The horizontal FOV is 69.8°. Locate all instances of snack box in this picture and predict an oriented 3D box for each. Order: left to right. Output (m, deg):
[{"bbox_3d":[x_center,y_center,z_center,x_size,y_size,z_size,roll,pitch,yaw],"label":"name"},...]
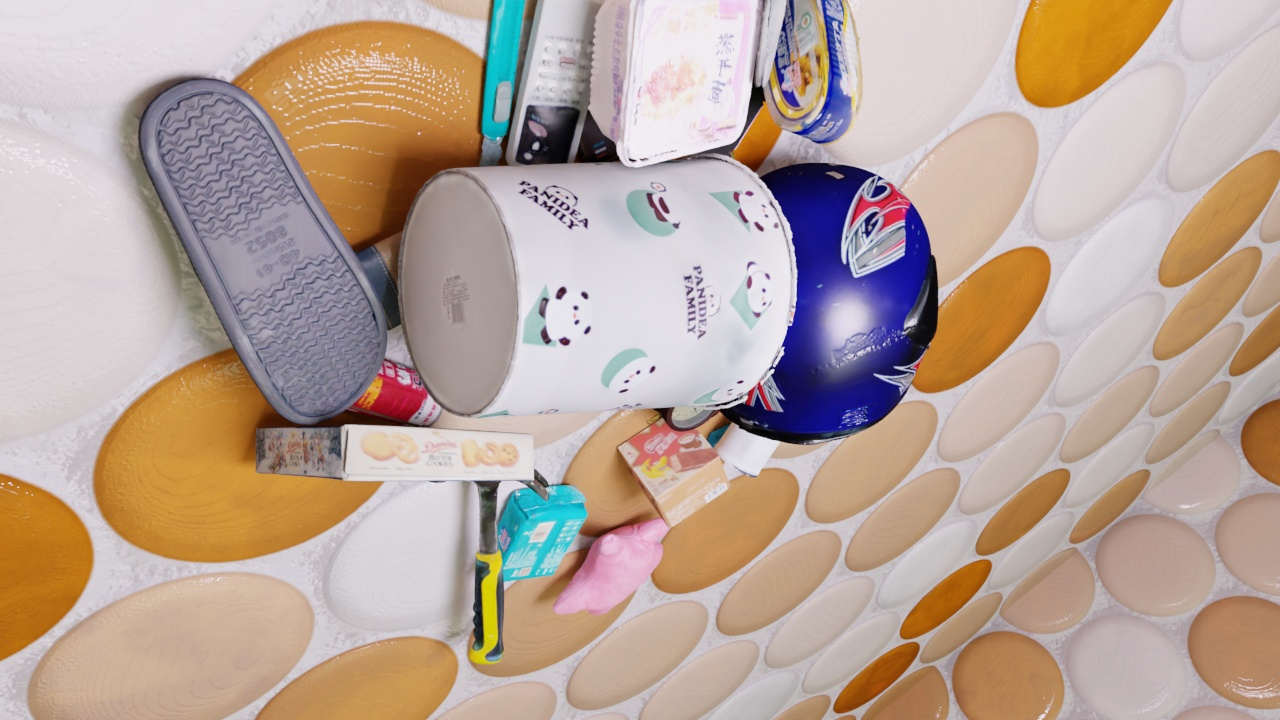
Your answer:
[{"bbox_3d":[-0.217,0.082,0.810,0.177,0.183,0.045,7,82,-43],"label":"snack box"},{"bbox_3d":[0.041,0.130,1.120,0.092,0.094,0.077,-33,142,-7],"label":"snack box"}]

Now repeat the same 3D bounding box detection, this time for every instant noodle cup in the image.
[{"bbox_3d":[0.024,-0.237,0.730,0.173,0.060,0.138,-28,133,-48],"label":"instant noodle cup"}]

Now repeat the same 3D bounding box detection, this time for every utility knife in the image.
[{"bbox_3d":[-0.110,-0.211,0.726,0.029,0.013,0.224,-12,135,-31],"label":"utility knife"},{"bbox_3d":[0.173,0.074,1.229,0.194,0.018,0.034,-24,133,-16],"label":"utility knife"}]

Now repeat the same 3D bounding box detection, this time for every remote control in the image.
[{"bbox_3d":[-0.067,-0.217,0.732,0.058,0.021,0.150,-2,130,-26],"label":"remote control"}]

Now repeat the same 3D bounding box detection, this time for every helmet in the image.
[{"bbox_3d":[0.178,-0.078,0.918,0.314,0.248,0.241,-38,134,-53],"label":"helmet"}]

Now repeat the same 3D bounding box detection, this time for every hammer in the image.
[{"bbox_3d":[-0.170,0.232,1.040,0.126,0.031,0.324,0,125,-8],"label":"hammer"}]

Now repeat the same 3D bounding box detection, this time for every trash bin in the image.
[{"bbox_3d":[-0.042,-0.060,0.746,0.251,0.229,0.230,-6,131,-39],"label":"trash bin"}]

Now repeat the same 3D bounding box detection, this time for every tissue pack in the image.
[{"bbox_3d":[-0.128,0.210,1.100,0.093,0.050,0.134,2,127,-40],"label":"tissue pack"}]

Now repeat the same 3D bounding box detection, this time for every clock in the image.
[{"bbox_3d":[0.062,0.036,1.075,0.121,0.055,0.082,-9,133,-28],"label":"clock"}]

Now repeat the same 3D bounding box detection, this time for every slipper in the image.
[{"bbox_3d":[-0.277,-0.079,0.683,0.110,0.083,0.268,-31,124,-22],"label":"slipper"}]

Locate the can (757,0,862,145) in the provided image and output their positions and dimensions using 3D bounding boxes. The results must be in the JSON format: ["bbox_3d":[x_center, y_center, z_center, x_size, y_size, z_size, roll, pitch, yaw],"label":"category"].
[{"bbox_3d":[0.144,-0.260,0.787,0.049,0.148,0.075,6,163,-40],"label":"can"}]

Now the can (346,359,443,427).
[{"bbox_3d":[-0.240,0.023,0.822,0.053,0.053,0.132,-50,141,13],"label":"can"}]

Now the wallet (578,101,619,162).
[{"bbox_3d":[-0.021,-0.230,0.776,0.096,0.020,0.122,-29,139,-12],"label":"wallet"}]

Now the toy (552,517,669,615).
[{"bbox_3d":[-0.030,0.281,1.235,0.178,0.074,0.195,-6,136,-49],"label":"toy"}]

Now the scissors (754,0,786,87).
[{"bbox_3d":[0.104,-0.334,0.724,0.142,0.022,0.235,11,104,-52],"label":"scissors"}]

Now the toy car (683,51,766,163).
[{"bbox_3d":[0.079,-0.227,0.842,0.056,0.037,0.123,10,122,-42],"label":"toy car"}]

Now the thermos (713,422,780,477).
[{"bbox_3d":[0.179,0.037,1.151,0.073,0.073,0.224,19,108,-47],"label":"thermos"}]

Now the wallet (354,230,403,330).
[{"bbox_3d":[-0.182,-0.082,0.783,0.115,0.033,0.090,-29,144,-14],"label":"wallet"}]
